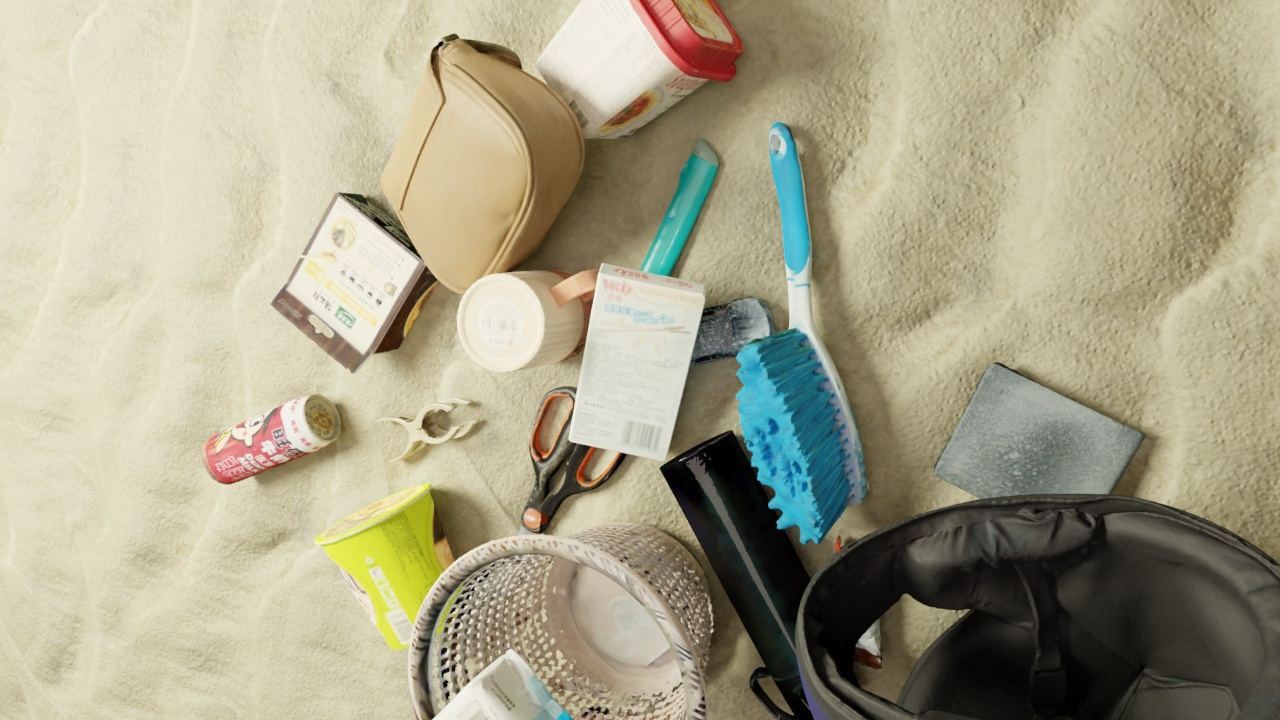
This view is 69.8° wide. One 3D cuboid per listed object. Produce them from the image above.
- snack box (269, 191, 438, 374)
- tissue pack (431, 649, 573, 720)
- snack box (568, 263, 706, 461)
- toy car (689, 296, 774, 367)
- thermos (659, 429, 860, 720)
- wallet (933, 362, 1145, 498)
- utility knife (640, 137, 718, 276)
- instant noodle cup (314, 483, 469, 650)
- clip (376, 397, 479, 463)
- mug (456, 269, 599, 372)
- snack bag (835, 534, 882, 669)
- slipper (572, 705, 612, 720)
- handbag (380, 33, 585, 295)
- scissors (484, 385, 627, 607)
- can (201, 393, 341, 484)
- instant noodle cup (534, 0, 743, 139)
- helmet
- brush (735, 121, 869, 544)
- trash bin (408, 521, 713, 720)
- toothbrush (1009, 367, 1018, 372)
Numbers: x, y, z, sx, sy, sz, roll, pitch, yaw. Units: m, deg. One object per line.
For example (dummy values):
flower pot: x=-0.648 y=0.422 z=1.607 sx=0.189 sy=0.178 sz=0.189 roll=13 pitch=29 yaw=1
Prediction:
snack box: x=-0.259 y=-0.071 z=0.843 sx=0.113 sy=0.053 sz=0.126 roll=38 pitch=107 yaw=11
tissue pack: x=-0.102 y=0.268 z=0.617 sx=0.090 sy=0.063 sz=0.140 roll=47 pitch=107 yaw=10
snack box: x=-0.004 y=0.004 z=0.740 sx=0.085 sy=0.026 sz=0.157 roll=12 pitch=117 yaw=0
toy car: x=0.056 y=-0.021 z=0.752 sx=0.106 sy=0.031 sz=0.049 roll=-12 pitch=91 yaw=21
thermos: x=0.091 y=0.183 z=0.744 sx=0.090 sy=0.068 sz=0.242 roll=-28 pitch=86 yaw=26
wallet: x=0.292 y=0.069 z=0.678 sx=0.121 sy=0.019 sz=0.097 roll=27 pitch=95 yaw=7
utility knife: x=0.013 y=-0.079 z=0.769 sx=0.029 sy=0.013 sz=0.219 roll=28 pitch=102 yaw=12
instant noodle cup: x=-0.216 y=0.191 z=0.836 sx=0.112 sy=0.111 sz=0.123 roll=-22 pitch=97 yaw=20
clip: x=-0.199 y=0.063 z=0.849 sx=0.101 sy=0.034 sz=0.074 roll=-17 pitch=91 yaw=25
mug: x=-0.079 y=-0.041 z=0.757 sx=0.115 sy=0.105 sz=0.081 roll=-27 pitch=87 yaw=20
snack bag: x=0.174 y=0.193 z=0.735 sx=0.045 sy=0.026 sz=0.105 roll=4 pitch=102 yaw=51
slipper: x=-0.051 y=0.351 z=0.801 sx=0.253 sy=0.105 sz=0.095 roll=0 pitch=67 yaw=12
handbag: x=-0.128 y=-0.154 z=0.745 sx=0.148 sy=0.099 sz=0.205 roll=49 pitch=139 yaw=4
scissors: x=-0.077 y=0.138 z=0.820 sx=0.139 sy=0.021 sz=0.235 roll=10 pitch=99 yaw=17
can: x=-0.359 y=0.077 z=0.894 sx=0.133 sy=0.053 sz=0.053 roll=-21 pitch=89 yaw=20
instant noodle cup: x=-0.005 y=-0.240 z=0.712 sx=0.124 sy=0.116 sz=0.116 roll=-35 pitch=84 yaw=30
helmet: x=0.271 y=0.234 z=0.595 sx=0.316 sy=0.246 sz=0.241 roll=-5 pitch=128 yaw=17
brush: x=0.116 y=-0.024 z=0.710 sx=0.061 sy=0.109 sz=0.314 roll=-9 pitch=100 yaw=57
trash bin: x=-0.035 y=0.224 z=0.724 sx=0.228 sy=0.191 sz=0.227 roll=2 pitch=97 yaw=19
toothbrush: x=0.274 y=0.095 z=0.697 sx=0.016 sy=0.016 sz=0.180 roll=3 pitch=97 yaw=7
